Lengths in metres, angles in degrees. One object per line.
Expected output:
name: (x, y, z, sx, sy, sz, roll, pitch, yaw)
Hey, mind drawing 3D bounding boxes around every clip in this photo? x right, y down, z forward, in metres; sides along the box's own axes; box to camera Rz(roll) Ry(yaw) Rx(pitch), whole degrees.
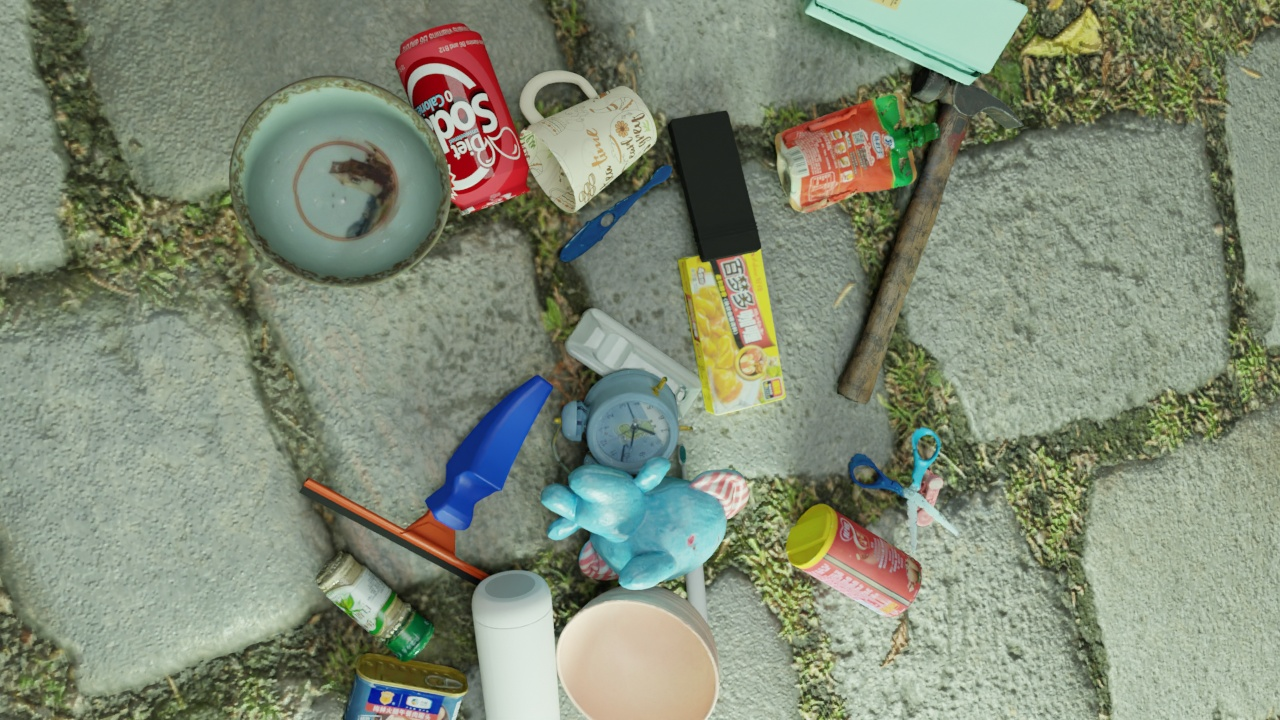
clip: (0.294, 0.141, 0.937, 0.023, 0.044, 0.060, 10, 80, -12)

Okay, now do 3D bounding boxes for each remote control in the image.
remote control: (-0.005, 0.005, 0.848, 0.133, 0.022, 0.050, 34, 87, -16)
remote control: (0.068, -0.159, 0.839, 0.058, 0.013, 0.133, -12, 86, -13)

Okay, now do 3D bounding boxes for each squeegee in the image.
squeegee: (-0.139, 0.091, 0.806, 0.249, 0.055, 0.184, 39, 85, -33)

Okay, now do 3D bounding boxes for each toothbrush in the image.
toothbrush: (0.048, 0.172, 0.882, 0.018, 0.019, 0.188, -7, 98, -7)
toothbrush: (-0.023, -0.134, 0.833, 0.132, 0.016, 0.021, -41, 104, -5)

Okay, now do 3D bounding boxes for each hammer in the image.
hammer: (0.273, -0.112, 0.905, 0.120, 0.033, 0.330, 19, 91, -17)

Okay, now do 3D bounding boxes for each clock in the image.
clock: (-0.020, 0.063, 0.828, 0.124, 0.051, 0.089, -25, 114, 6)

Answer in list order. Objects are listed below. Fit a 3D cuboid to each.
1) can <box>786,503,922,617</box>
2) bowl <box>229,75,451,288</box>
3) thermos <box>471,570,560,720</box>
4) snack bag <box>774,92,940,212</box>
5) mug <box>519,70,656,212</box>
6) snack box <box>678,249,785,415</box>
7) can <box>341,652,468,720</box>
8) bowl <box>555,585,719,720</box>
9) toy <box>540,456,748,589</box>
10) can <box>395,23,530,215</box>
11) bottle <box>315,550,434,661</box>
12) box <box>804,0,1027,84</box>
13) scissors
can: (0.211, 0.198, 0.903, 0.124, 0.067, 0.066, 32, 87, -16)
bowl: (-0.235, -0.138, 0.734, 0.159, 0.094, 0.160, -2, 97, -15)
thermos: (-0.117, 0.309, 0.810, 0.101, 0.069, 0.230, -19, 111, -45)
snack bag: (0.206, -0.195, 0.857, 0.155, 0.044, 0.087, -17, 103, -3)
mug: (-0.054, -0.203, 0.797, 0.097, 0.081, 0.122, -36, 77, -16)
snack box: (0.087, -0.030, 0.867, 0.075, 0.025, 0.152, -13, 100, -13)
can: (-0.209, 0.303, 0.811, 0.099, 0.054, 0.059, 16, 93, -16)
bowl: (0.005, 0.264, 0.840, 0.153, 0.076, 0.153, 6, 110, 16)
toy: (-0.003, 0.143, 0.792, 0.184, 0.114, 0.180, -34, 141, 25)
can: (-0.146, -0.199, 0.761, 0.074, 0.074, 0.142, -22, 101, -12)
bottle: (-0.232, 0.214, 0.802, 0.042, 0.043, 0.110, -45, 104, -6)
box: (0.250, -0.330, 0.829, 0.188, 0.092, 0.077, 18, 58, -15)
scissors: (0.262, 0.133, 0.923, 0.117, 0.014, 0.130, -4, 94, 6)
